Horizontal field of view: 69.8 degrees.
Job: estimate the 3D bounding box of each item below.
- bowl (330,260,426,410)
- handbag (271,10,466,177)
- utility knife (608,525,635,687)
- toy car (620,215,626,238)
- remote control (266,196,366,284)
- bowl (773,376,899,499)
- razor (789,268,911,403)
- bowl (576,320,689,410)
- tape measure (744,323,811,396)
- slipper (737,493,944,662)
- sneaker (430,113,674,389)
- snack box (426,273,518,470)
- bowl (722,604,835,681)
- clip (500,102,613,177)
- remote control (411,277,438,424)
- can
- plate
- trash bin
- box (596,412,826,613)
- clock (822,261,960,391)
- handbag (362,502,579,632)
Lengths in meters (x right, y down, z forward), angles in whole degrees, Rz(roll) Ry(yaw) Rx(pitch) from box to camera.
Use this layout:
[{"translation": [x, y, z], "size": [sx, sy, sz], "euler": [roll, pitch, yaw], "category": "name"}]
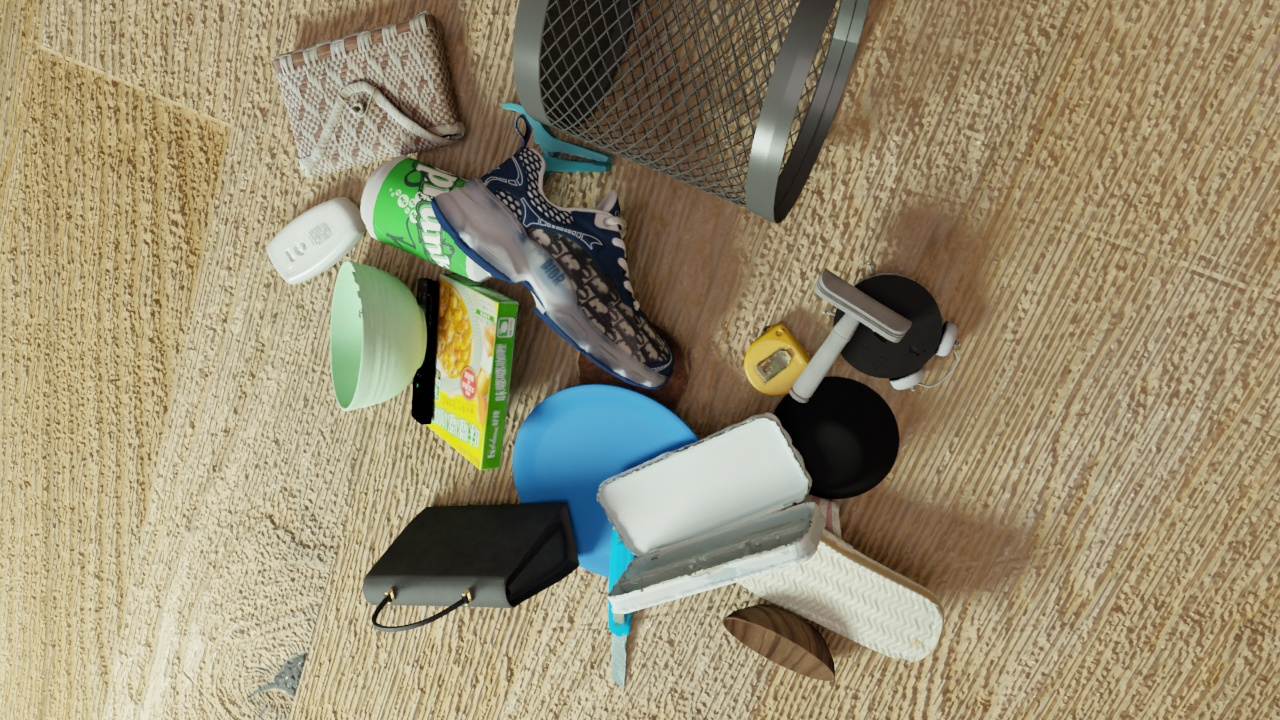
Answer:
[{"translation": [-0.263, -0.024, 0.927], "size": [0.076, 0.151, 0.151], "euler": [0, 107, -30], "category": "bowl"}, {"translation": [-0.271, -0.259, 0.909], "size": [0.186, 0.047, 0.124], "euler": [-9, 99, 16], "category": "handbag"}, {"translation": [-0.020, 0.258, 0.966], "size": [0.031, 0.015, 0.221], "euler": [11, 117, 20], "category": "utility knife"}, {"translation": [-0.053, -0.093, 0.897], "size": [0.113, 0.039, 0.039], "euler": [-37, 113, 18], "category": "toy car"}, {"translation": [-0.340, -0.127, 0.966], "size": [0.114, 0.028, 0.060], "euler": [-32, 93, 19], "category": "remote control"}, {"translation": [0.181, 0.082, 0.866], "size": [0.124, 0.052, 0.124], "euler": [3, 103, 14], "category": "bowl"}, {"translation": [0.171, -0.011, 0.820], "size": [0.088, 0.047, 0.116], "euler": [33, 116, 6], "category": "razor"}, {"translation": [-0.005, 0.005, 0.911], "size": [0.114, 0.026, 0.102], "euler": [23, 107, 8], "category": "bowl"}, {"translation": [0.128, 0.002, 0.874], "size": [0.059, 0.030, 0.068], "euler": [-37, 91, 17], "category": "tape measure"}, {"translation": [0.169, 0.192, 0.890], "size": [0.263, 0.052, 0.115], "euler": [28, 119, 20], "category": "slipper"}, {"translation": [-0.050, -0.089, 0.828], "size": [0.269, 0.103, 0.132], "euler": [43, 85, -18], "category": "sneaker"}, {"translation": [-0.171, 0.007, 0.914], "size": [0.132, 0.027, 0.168], "euler": [26, 113, 50], "category": "snack box"}, {"translation": [0.142, 0.272, 0.907], "size": [0.119, 0.119, 0.032], "euler": [28, 66, 7], "category": "bowl"}, {"translation": [-0.097, -0.212, 0.887], "size": [0.122, 0.033, 0.120], "euler": [-22, 93, 18], "category": "clip"}, {"translation": [-0.225, -0.009, 0.954], "size": [0.013, 0.034, 0.150], "euler": [0, 101, -30], "category": "remote control"}, {"translation": [-0.193, -0.138, 0.894], "size": [0.140, 0.087, 0.088], "euler": [23, 107, 8], "category": "can"}, {"translation": [-0.024, 0.124, 0.933], "size": [0.224, 0.024, 0.225], "euler": [8, 115, 18], "category": "plate"}, {"translation": [0.042, -0.252, 0.747], "size": [0.227, 0.217, 0.218], "euler": [22, 107, 13], "category": "trash bin"}, {"translation": [0.051, 0.149, 0.837], "size": [0.211, 0.105, 0.129], "euler": [-28, 96, 23], "category": "box"}, {"translation": [0.234, -0.026, 0.838], "size": [0.122, 0.035, 0.095], "euler": [41, 109, 2], "category": "clock"}, {"translation": [-0.186, 0.214, 0.903], "size": [0.176, 0.195, 0.072], "euler": [-6, 103, 23], "category": "handbag"}]
